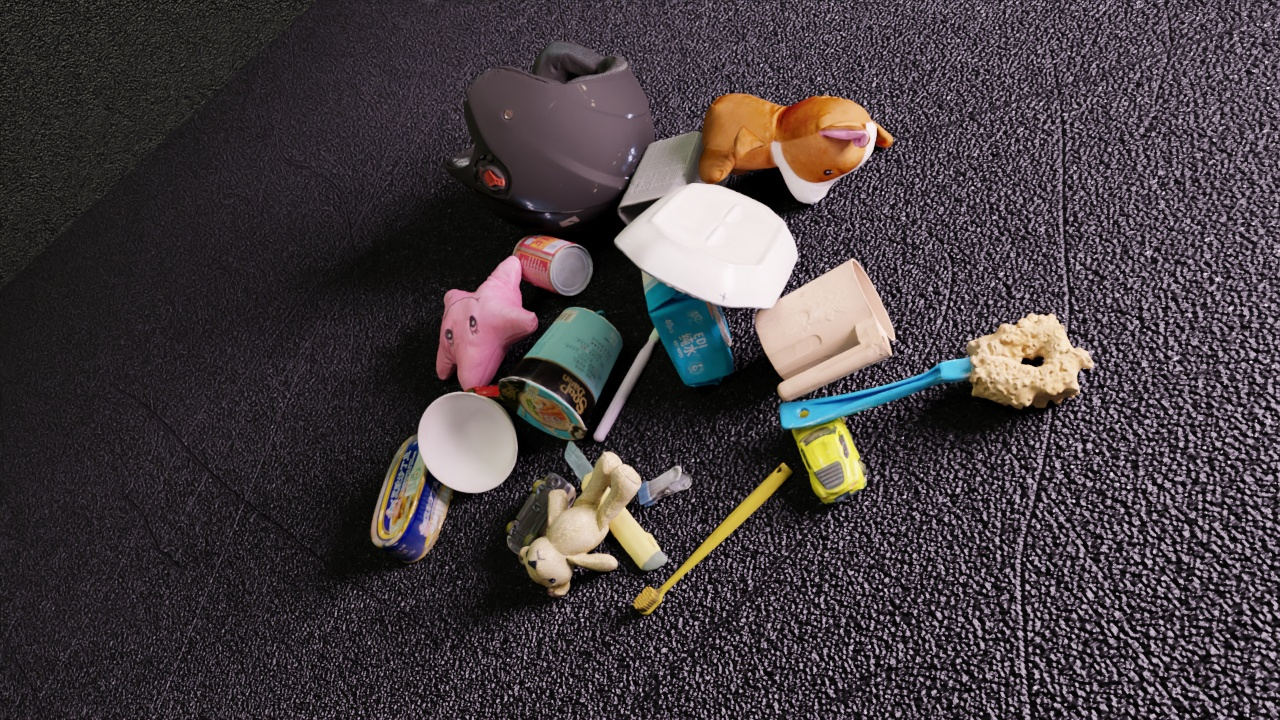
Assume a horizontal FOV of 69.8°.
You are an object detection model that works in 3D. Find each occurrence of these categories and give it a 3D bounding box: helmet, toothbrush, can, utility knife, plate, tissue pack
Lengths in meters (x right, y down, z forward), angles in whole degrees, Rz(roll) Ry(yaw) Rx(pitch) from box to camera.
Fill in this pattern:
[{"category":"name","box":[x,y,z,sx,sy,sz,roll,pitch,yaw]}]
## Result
[{"category":"helmet","box":[-0.110,-0.271,1.162,0.275,0.230,0.232,-25,15,29]},{"category":"toothbrush","box":[0.065,0.162,0.834,0.190,0.016,0.015,-44,42,2]},{"category":"can","box":[-0.266,0.161,1.083,0.075,0.049,0.147,-12,52,33]},{"category":"utility knife","box":[-0.033,0.143,0.927,0.031,0.021,0.207,-47,48,3]},{"category":"toothbrush","box":[-0.006,0.006,1.013,0.021,0.029,0.189,25,73,8]},{"category":"plate","box":[0.076,-0.123,0.899,0.034,0.162,0.265,-69,-9,28]},{"category":"can","box":[-0.114,-0.123,1.167,0.094,0.066,0.066,22,74,46]},{"category":"tissue pack","box":[0.049,-0.047,0.922,0.063,0.140,0.089,-19,42,10]}]

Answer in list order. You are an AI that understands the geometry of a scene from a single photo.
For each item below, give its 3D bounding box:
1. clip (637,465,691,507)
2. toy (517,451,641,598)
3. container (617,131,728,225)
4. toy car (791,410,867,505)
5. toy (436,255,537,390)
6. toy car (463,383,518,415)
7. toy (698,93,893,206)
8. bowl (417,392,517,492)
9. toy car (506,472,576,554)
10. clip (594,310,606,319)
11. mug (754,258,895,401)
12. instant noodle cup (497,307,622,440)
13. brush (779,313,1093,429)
[{"category":"clip","box":[0.023,0.123,0.900,0.057,0.033,0.025,-32,41,25]},{"category":"toy","box":[-0.058,0.158,0.892,0.105,0.066,0.157,43,105,24]},{"category":"container","box":[0.043,-0.200,1.084,0.090,0.090,0.114,-5,53,36]},{"category":"toy car","box":[0.163,0.077,0.810,0.048,0.032,0.105,-31,42,18]},{"category":"toy","box":[-0.197,-0.035,1.158,0.195,0.074,0.178,-19,62,40]},{"category":"toy car","box":[-0.168,0.046,1.092,0.106,0.049,0.031,-6,54,37]},{"category":"toy","box":[0.163,-0.229,0.988,0.200,0.130,0.139,-2,19,26]},{"category":"bowl","box":[-0.189,0.086,1.056,0.118,0.118,0.064,-32,5,16]},{"category":"toy car","box":[-0.103,0.163,0.958,0.042,0.035,0.090,23,75,48]},{"category":"clip","box":[-0.065,-0.040,1.102,0.056,0.014,0.040,-32,44,14]},{"category":"mug","box":[0.169,-0.022,0.836,0.104,0.084,0.124,-28,31,22]},{"category":"instant noodle cup","box":[-0.079,0.009,1.017,0.111,0.111,0.120,5,53,42]},{"category":"brush","box":[0.239,0.021,0.770,0.255,0.046,0.083,-16,57,25]}]
